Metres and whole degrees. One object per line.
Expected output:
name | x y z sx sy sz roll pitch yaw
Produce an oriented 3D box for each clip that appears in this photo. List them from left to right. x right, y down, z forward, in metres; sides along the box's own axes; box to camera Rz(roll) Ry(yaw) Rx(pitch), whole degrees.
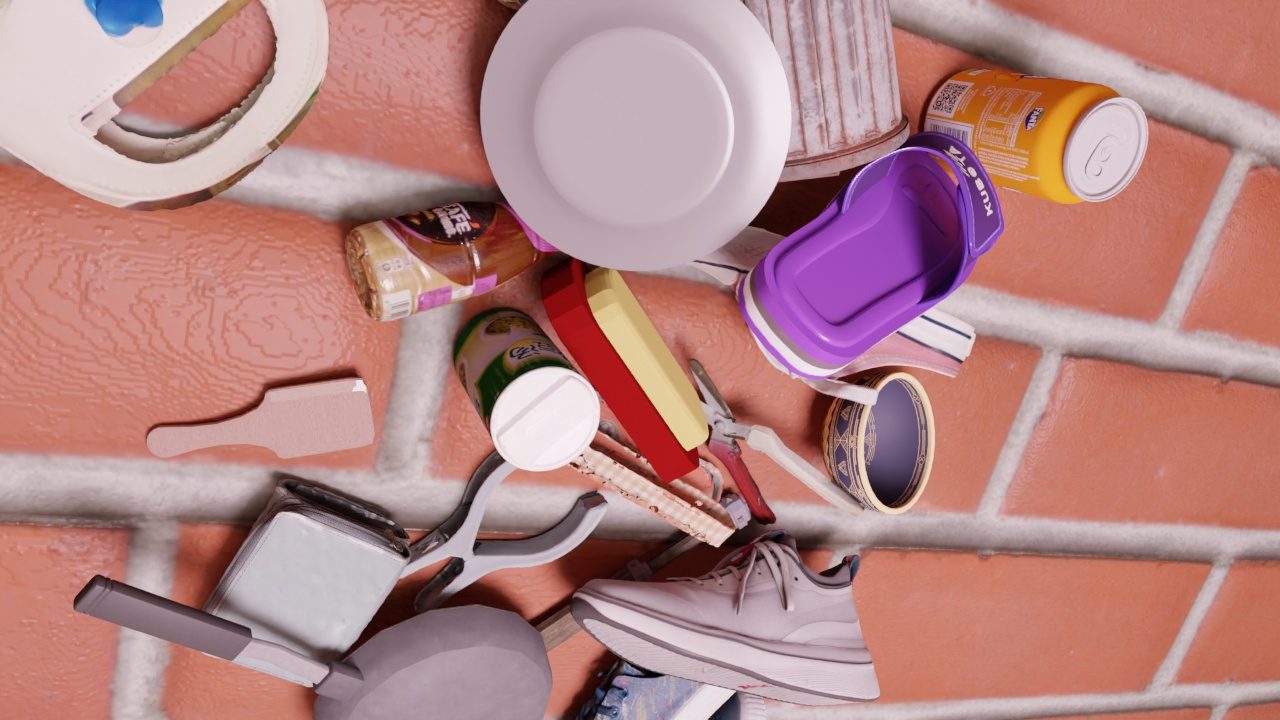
clip | -0.093 0.143 0.688 0.171 0.029 0.141 -40 119 -2

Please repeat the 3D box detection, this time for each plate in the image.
plate | -0.004 -0.132 0.523 0.178 0.012 0.179 2 119 3

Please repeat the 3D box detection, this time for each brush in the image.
brush | -0.243 0.041 0.590 0.135 0.015 0.050 -8 113 -14
brush | -0.004 0.004 0.626 0.042 0.082 0.173 -28 118 11

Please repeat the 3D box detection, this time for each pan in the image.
pan | -0.197 0.216 0.611 0.179 0.041 0.357 -46 130 4

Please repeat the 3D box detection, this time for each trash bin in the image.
trash bin | 0.088 -0.213 0.556 0.130 0.131 0.211 -20 116 -15

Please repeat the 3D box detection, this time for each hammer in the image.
hammer | -0.044 0.204 0.735 0.316 0.028 0.147 -32 126 -7

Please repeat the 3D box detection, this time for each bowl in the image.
bowl | 0.184 0.065 0.748 0.112 0.061 0.112 -1 91 -44

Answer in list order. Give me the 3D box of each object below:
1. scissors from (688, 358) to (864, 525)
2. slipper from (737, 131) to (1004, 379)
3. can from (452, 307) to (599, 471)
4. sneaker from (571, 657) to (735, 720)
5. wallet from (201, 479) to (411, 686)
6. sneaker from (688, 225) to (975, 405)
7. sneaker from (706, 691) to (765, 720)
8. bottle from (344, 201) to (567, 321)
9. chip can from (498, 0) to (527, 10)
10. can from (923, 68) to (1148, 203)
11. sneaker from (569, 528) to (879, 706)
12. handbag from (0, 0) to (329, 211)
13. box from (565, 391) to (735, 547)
scissors | 0.090 0.075 0.715 0.194 0.179 0.015 89 24 -50
slipper | 0.171 -0.086 0.587 0.107 0.084 0.265 50 48 5
can | -0.076 0.015 0.586 0.067 0.121 0.067 -9 115 -20
sneaker | -0.013 0.291 0.756 0.235 0.087 0.079 -40 116 -7
wallet | -0.229 0.152 0.620 0.100 0.054 0.132 31 99 -23
sneaker | 0.122 -0.029 0.653 0.241 0.118 0.088 22 96 -14
sneaker | 0.016 0.366 0.800 0.087 0.089 0.236 28 103 -25
bottle | -0.096 -0.073 0.578 0.165 0.060 0.060 -19 118 -25
chip can | -0.110 -0.259 0.484 0.223 0.075 0.075 28 98 -30
can | 0.274 -0.160 0.649 0.079 0.142 0.079 -9 114 -20
sneaker | 0.074 0.187 0.719 0.263 0.097 0.128 17 62 -20
handbag | -0.255 -0.174 0.452 0.200 0.093 0.199 -42 129 -3
box | -0.001 0.075 0.677 0.187 0.083 0.043 34 109 -33
